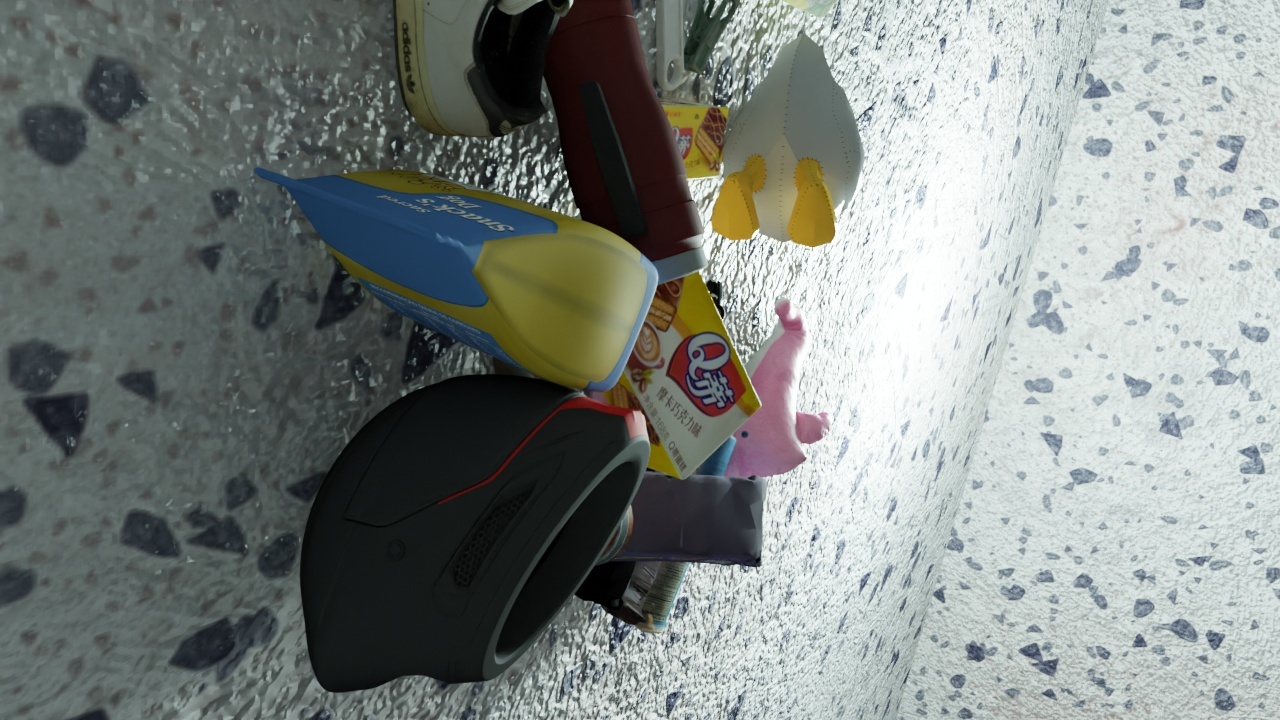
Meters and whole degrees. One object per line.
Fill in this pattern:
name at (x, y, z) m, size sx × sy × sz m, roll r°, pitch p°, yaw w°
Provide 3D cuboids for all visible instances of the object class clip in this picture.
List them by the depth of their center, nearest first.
clip at (0.059, -0.297, 0.827) m, size 0.023 × 0.035 × 0.074 m, roll 14°, pitch 100°, yaw -61°

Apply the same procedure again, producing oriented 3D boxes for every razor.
razor at (-0.020, 0.175, 0.950) m, size 0.156 × 0.057 × 0.060 m, roll -68°, pitch -166°, yaw -6°

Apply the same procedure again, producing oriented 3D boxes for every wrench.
wrench at (0.022, -0.355, 0.744) m, size 0.066 × 0.018 × 0.274 m, roll -39°, pitch 139°, yaw -41°

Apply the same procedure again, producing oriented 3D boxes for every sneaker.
sneaker at (-0.086, -0.250, 0.543) m, size 0.088 × 0.102 × 0.242 m, roll -22°, pitch 124°, yaw -52°

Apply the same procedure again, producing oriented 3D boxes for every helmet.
helmet at (-0.128, 0.109, 0.614) m, size 0.264 × 0.170 × 0.164 m, roll -58°, pitch 162°, yaw 0°

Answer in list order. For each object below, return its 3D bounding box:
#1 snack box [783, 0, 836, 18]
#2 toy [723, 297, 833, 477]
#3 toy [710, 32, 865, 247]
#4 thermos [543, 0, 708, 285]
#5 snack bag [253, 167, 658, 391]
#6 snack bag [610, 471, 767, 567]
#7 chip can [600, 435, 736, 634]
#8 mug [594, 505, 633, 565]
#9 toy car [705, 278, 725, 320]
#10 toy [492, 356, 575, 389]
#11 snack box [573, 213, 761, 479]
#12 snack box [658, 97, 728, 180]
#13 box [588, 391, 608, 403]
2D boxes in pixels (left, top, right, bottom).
snack box at (0.171, -0.400, 0.882) m, size 0.121 × 0.045 × 0.180 m, roll -50°, pitch 159°, yaw 27°
toy at (0.169, 0.056, 1.114) m, size 0.265 × 0.128 × 0.187 m, roll -65°, pitch 155°, yaw -25°
toy at (0.162, -0.207, 0.948) m, size 0.266 × 0.141 × 0.247 m, roll -59°, pitch 151°, yaw -53°
thermos at (-0.016, -0.150, 0.649) m, size 0.108 × 0.084 × 0.198 m, roll -57°, pitch 130°, yaw -79°
snack bag at (-0.108, -0.063, 0.562) m, size 0.205 × 0.159 × 0.102 m, roll 23°, pitch 89°, yaw -58°
snack bag at (0.045, 0.159, 0.927) m, size 0.205 × 0.059 × 0.096 m, roll 8°, pitch 75°, yaw -29°
chip can at (0.030, 0.178, 1.007) m, size 0.079 × 0.080 × 0.229 m, roll 34°, pitch 76°, yaw -59°
mug at (-0.080, 0.156, 0.829) m, size 0.117 × 0.081 × 0.111 m, roll -53°, pitch 148°, yaw 11°
toy car at (0.059, -0.031, 0.944) m, size 0.046 × 0.034 × 0.112 m, roll -84°, pitch -170°, yaw -54°
toy at (-0.087, 0.027, 0.719) m, size 0.133 × 0.106 × 0.108 m, roll -40°, pitch 149°, yaw -35°
snack box at (0.009, -0.023, 0.778) m, size 0.109 × 0.062 × 0.230 m, roll -40°, pitch 118°, yaw -25°
snack box at (0.010, -0.184, 0.756) m, size 0.105 × 0.084 × 0.061 m, roll -19°, pitch 121°, yaw -52°
box at (-0.008, 0.004, 0.888) m, size 0.154 × 0.045 × 0.201 m, roll -3°, pitch 111°, yaw -76°
